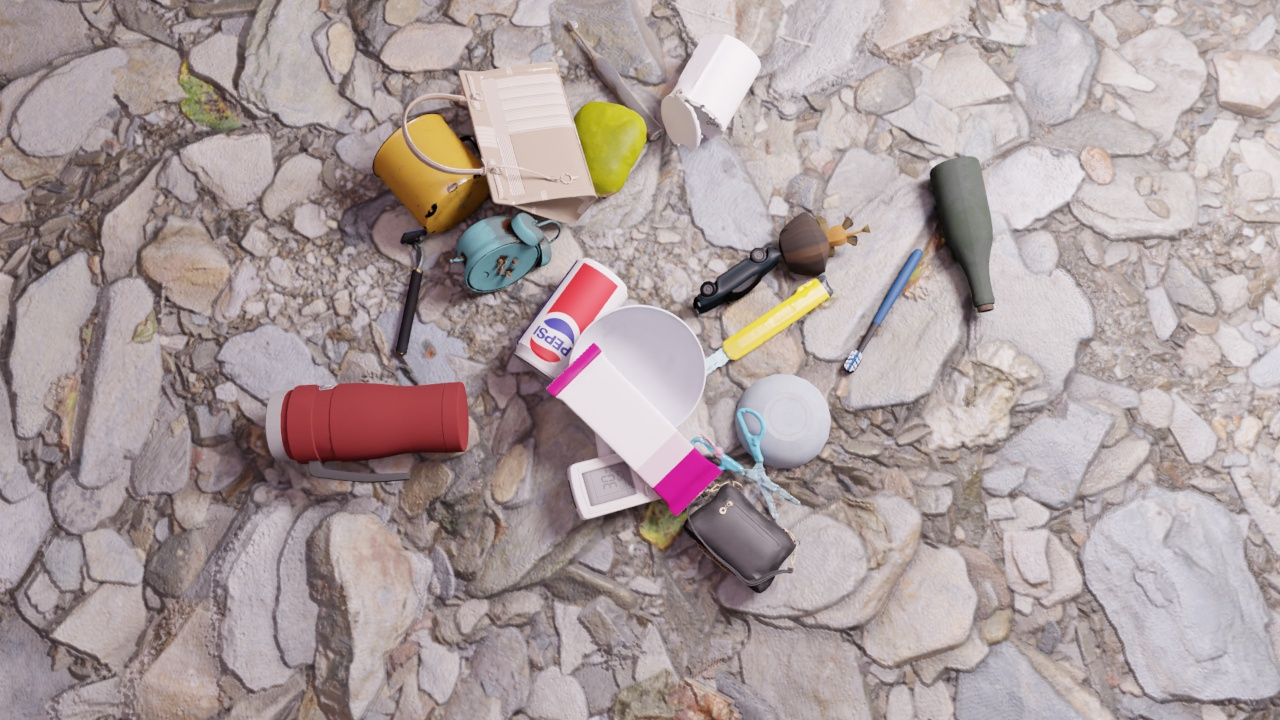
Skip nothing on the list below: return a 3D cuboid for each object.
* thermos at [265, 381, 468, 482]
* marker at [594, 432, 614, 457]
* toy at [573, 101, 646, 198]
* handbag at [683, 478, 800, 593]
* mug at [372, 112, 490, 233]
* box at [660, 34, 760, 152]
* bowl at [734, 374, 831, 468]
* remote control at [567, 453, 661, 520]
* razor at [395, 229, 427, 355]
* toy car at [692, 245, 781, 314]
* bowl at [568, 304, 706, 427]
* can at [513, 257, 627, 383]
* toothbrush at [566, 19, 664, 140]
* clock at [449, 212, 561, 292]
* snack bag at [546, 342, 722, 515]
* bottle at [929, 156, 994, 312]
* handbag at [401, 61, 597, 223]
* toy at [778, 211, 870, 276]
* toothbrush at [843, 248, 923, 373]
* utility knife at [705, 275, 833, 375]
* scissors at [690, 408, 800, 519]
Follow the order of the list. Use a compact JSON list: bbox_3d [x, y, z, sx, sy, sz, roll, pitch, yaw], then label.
[{"bbox_3d":[-0.289,0.077,0.983,0.198,0.084,0.108,-3,78,-2],"label":"thermos"},{"bbox_3d":[-0.040,0.082,1.013,0.020,0.020,0.141,-9,80,-1],"label":"marker"},{"bbox_3d":[-0.042,-0.242,1.056,0.090,0.051,0.110,14,83,6],"label":"toy"},{"bbox_3d":[0.109,0.186,0.975,0.128,0.054,0.079,41,78,10],"label":"handbag"},{"bbox_3d":[-0.221,-0.212,1.034,0.123,0.101,0.094,-36,82,-35],"label":"mug"},{"bbox_3d":[0.072,-0.305,1.051,0.080,0.089,0.143,21,80,42],"label":"box"},{"bbox_3d":[0.158,0.064,1.003,0.106,0.039,0.106,0,79,0],"label":"bowl"},{"bbox_3d":[-0.009,0.126,0.986,0.138,0.025,0.060,-13,81,-17],"label":"remote control"},{"bbox_3d":[-0.261,-0.077,1.045,0.043,0.022,0.144,0,82,43],"label":"razor"},{"bbox_3d":[0.109,-0.088,1.029,0.112,0.046,0.034,-34,79,-7],"label":"toy car"},{"bbox_3d":[-0.006,0.006,0.988,0.144,0.074,0.144,-1,103,-4],"label":"bowl"},{"bbox_3d":[-0.076,-0.043,1.010,0.070,0.070,0.132,34,82,6],"label":"can"},{"bbox_3d":[-0.035,-0.336,1.090,0.024,0.022,0.185,-29,77,-36],"label":"toothbrush"},{"bbox_3d":[-0.146,-0.125,1.018,0.124,0.090,0.053,-29,71,-4],"label":"clock"},{"bbox_3d":[-0.005,0.073,0.955,0.070,0.016,0.196,-45,102,0],"label":"snack bag"},{"bbox_3d":[0.370,-0.139,1.032,0.055,0.055,0.174,-9,81,-1],"label":"bottle"},{"bbox_3d":[-0.163,-0.243,0.998,0.197,0.062,0.175,-5,71,-35],"label":"handbag"},{"bbox_3d":[0.206,-0.135,1.030,0.100,0.062,0.076,-17,116,12],"label":"toy"},{"bbox_3d":[0.276,-0.057,1.038,0.014,0.014,0.167,30,81,17],"label":"toothbrush"},{"bbox_3d":[0.123,-0.028,1.032,0.223,0.019,0.030,-33,75,-10],"label":"utility knife"},{"bbox_3d":[0.126,0.106,0.989,0.141,0.015,0.111,31,116,4],"label":"scissors"}]
